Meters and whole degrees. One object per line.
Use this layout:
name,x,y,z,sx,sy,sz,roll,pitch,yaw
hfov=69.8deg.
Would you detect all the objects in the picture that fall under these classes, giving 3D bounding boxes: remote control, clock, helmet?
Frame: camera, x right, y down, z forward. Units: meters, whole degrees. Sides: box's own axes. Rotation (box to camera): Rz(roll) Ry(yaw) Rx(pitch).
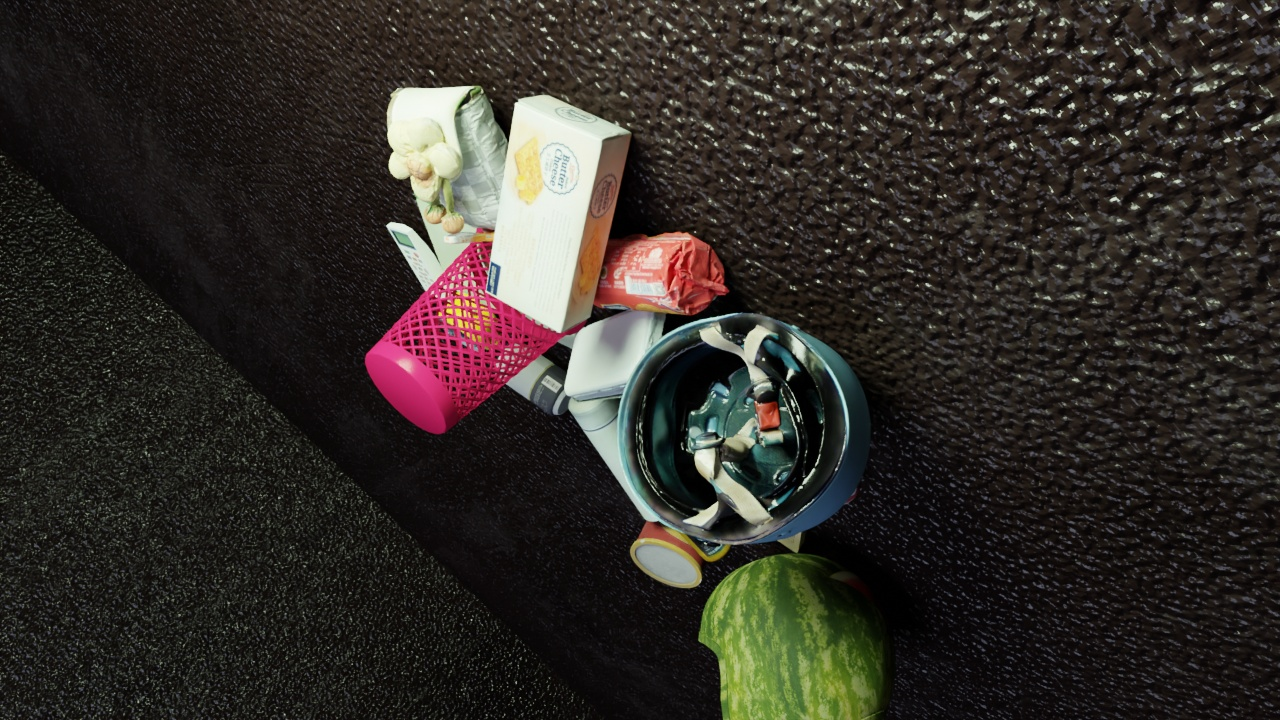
remote control,-0.313,-0.143,1.333,0.050,0.024,0.143,21,148,35
clock,0.049,0.292,1.432,0.117,0.081,0.159,29,143,1
helmet,0.203,0.370,1.184,0.213,0.244,0.247,24,-143,-52
clock,-0.249,-0.050,1.340,0.083,0.057,0.119,28,164,20
helmet,0.106,0.074,0.908,0.266,0.225,0.166,2,171,38

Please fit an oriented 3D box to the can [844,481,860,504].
can,0.205,0.111,0.997,0.054,0.053,0.097,17,144,40

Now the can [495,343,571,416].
can,-0.154,0.023,1.325,0.127,0.064,0.064,33,152,16

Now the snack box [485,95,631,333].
snack box,-0.084,-0.142,0.907,0.104,0.057,0.208,28,123,22

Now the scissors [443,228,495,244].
scissors,-0.168,-0.139,1.035,0.125,0.129,0.011,-148,58,-63

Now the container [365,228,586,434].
container,-0.206,-0.033,1.113,0.183,0.225,0.183,30,148,21

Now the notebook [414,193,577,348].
notebook,-0.188,-0.117,1.225,0.253,0.010,0.182,26,149,27

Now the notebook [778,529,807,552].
notebook,0.120,0.155,1.207,0.225,0.024,0.168,29,152,23

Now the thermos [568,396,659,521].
thermos,-0.020,0.132,1.308,0.068,0.067,0.230,8,137,48

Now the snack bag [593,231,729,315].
snack bag,0.006,-0.090,0.943,0.177,0.082,0.082,8,138,47

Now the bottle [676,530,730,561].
bottle,0.056,0.208,1.295,0.186,0.053,0.053,48,153,-22

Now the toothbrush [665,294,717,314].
toothbrush,0.035,-0.058,1.011,0.015,0.018,0.182,50,153,-13

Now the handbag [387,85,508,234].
handbag,-0.196,-0.203,0.986,0.113,0.123,0.171,9,143,30

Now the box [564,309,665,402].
box,-0.002,0.012,1.088,0.109,0.107,0.217,22,165,-24
